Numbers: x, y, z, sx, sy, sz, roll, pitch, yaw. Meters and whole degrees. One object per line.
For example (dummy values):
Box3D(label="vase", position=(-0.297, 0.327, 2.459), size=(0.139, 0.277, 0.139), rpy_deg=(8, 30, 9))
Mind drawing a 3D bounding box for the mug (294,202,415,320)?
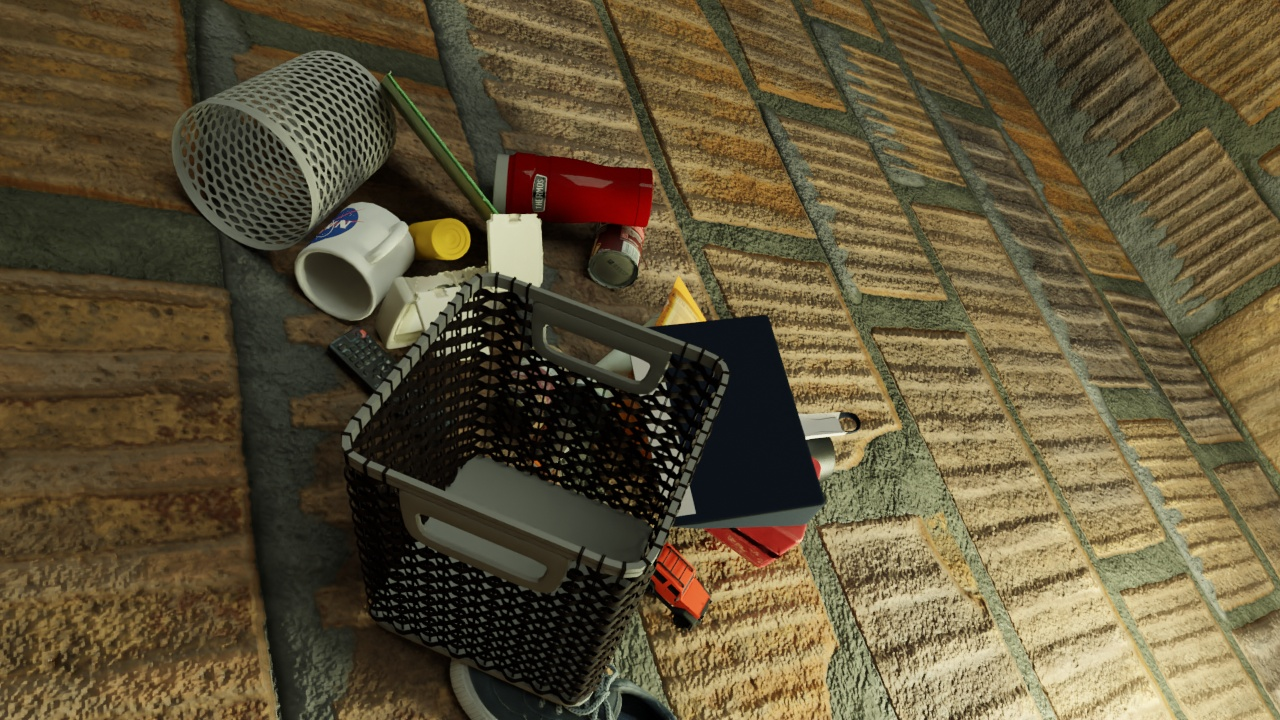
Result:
Box3D(label="mug", position=(-0.288, -0.109, 0.960), size=(0.091, 0.122, 0.089), rpy_deg=(51, 39, -24))

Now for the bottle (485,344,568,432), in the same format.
Box3D(label="bottle", position=(-0.125, 0.032, 1.033), size=(0.056, 0.056, 0.105), rpy_deg=(40, 42, -7))

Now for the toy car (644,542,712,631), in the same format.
Box3D(label="toy car", position=(0.038, 0.245, 1.009), size=(0.100, 0.049, 0.051), rpy_deg=(44, 42, -3))

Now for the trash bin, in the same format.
Box3D(label="trash bin", position=(-0.364, -0.229, 0.968), size=(0.156, 0.157, 0.182), rpy_deg=(38, 40, -9))

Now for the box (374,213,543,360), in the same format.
Box3D(label="box", position=(-0.173, -0.054, 0.955), size=(0.143, 0.188, 0.105), rpy_deg=(-15, 65, -37))

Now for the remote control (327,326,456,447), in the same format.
Box3D(label="remote control", position=(-0.258, 0.030, 0.955), size=(0.150, 0.022, 0.047), rpy_deg=(45, 42, 0))

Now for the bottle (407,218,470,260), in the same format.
Box3D(label="bottle", position=(-0.232, -0.133, 1.015), size=(0.043, 0.144, 0.043), rpy_deg=(-3, 97, -30))

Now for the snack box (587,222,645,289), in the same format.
Box3D(label="snack box", position=(-0.030, -0.163, 1.248), size=(0.072, 0.072, 0.121), rpy_deg=(27, 47, -21))

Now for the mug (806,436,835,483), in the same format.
Box3D(label="mug", position=(0.191, 0.144, 1.197), size=(0.100, 0.085, 0.119), rpy_deg=(-8, 94, -30))

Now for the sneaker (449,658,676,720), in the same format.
Box3D(label="sneaker", position=(-0.061, 0.316, 0.845), size=(0.235, 0.088, 0.089), rpy_deg=(30, 44, -18))

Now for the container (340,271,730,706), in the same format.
Box3D(label="container", position=(-0.092, 0.118, 0.804), size=(0.247, 0.244, 0.244), rpy_deg=(21, 43, 7))

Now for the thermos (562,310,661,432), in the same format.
Box3D(label="thermos", position=(-0.007, 0.007, 1.141), size=(0.068, 0.068, 0.229), rpy_deg=(48, 42, 2))

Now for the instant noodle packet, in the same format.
Box3D(label="instant noodle packet", position=(0.044, 0.029, 1.124), size=(0.160, 0.032, 0.220), rpy_deg=(56, 46, -35))

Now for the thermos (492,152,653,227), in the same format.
Box3D(label="thermos", position=(-0.089, -0.222, 1.193), size=(0.198, 0.084, 0.108), rpy_deg=(4, 20, -7))

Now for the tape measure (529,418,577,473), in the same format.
Box3D(label="tape measure", position=(-0.096, 0.093, 1.010), size=(0.038, 0.059, 0.058), rpy_deg=(36, 82, -13))

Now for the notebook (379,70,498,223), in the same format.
Box3D(label="notebook", position=(-0.208, -0.212, 1.042), size=(0.252, 0.010, 0.182), rpy_deg=(53, -6, -21))

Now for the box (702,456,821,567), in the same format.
Box3D(label="box", position=(0.117, 0.142, 1.058), size=(0.157, 0.088, 0.128), rpy_deg=(35, 49, -11))

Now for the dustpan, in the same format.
Box3D(label="dustpan", position=(0.132, 0.071, 1.036), size=(0.273, 0.080, 0.236), rpy_deg=(-7, 62, -11))
